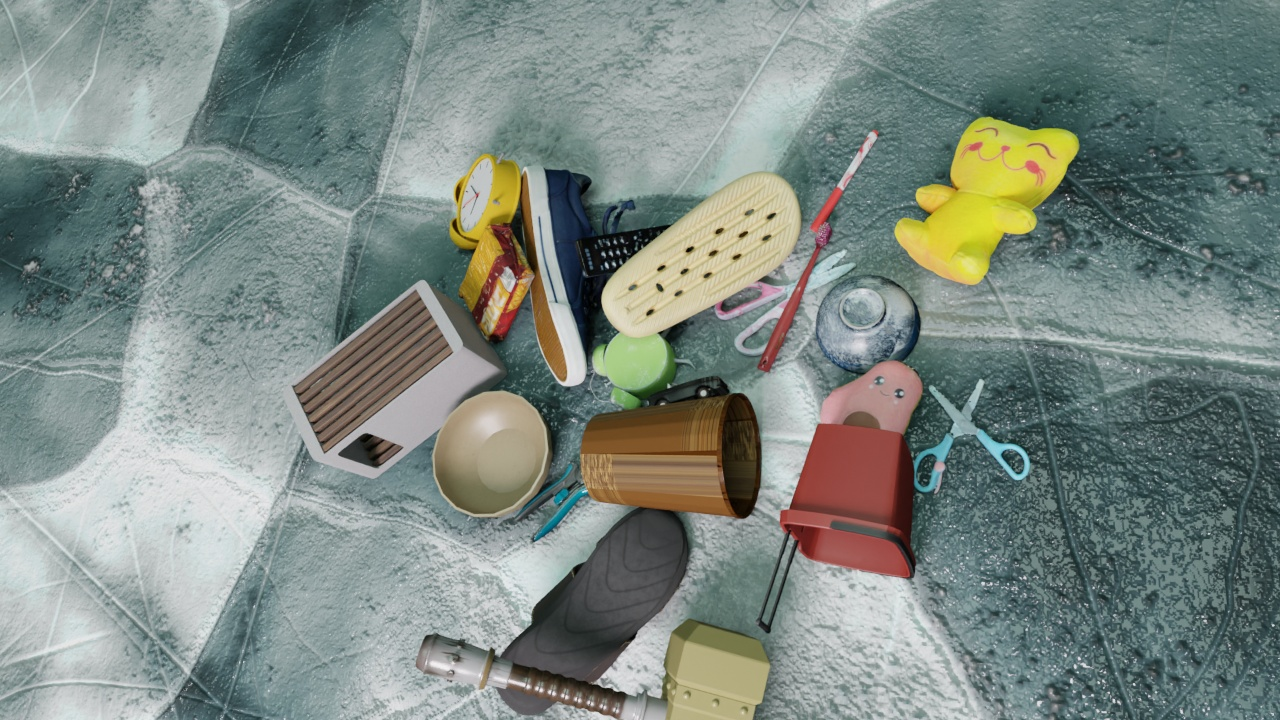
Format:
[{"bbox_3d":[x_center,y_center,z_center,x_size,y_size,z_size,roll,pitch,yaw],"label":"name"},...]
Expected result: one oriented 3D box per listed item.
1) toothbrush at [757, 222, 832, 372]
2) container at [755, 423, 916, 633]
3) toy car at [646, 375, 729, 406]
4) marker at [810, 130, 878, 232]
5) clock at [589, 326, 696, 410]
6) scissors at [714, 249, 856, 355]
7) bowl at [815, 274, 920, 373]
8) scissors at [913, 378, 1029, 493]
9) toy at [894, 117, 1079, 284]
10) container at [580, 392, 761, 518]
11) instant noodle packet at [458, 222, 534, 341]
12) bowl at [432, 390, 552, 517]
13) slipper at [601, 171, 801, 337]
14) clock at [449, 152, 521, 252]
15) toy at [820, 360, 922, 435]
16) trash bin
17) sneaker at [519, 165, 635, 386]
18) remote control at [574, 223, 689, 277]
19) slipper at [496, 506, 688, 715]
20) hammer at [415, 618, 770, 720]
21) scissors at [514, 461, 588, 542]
[{"bbox_3d":[0.177,-0.074,1.047,0.016,0.016,0.189,22,79,21],"label":"toothbrush"},{"bbox_3d":[0.201,0.177,0.898,0.127,0.148,0.200,6,66,27],"label":"container"},{"bbox_3d":[0.054,0.039,1.054,0.092,0.040,0.037,-18,67,16],"label":"toy car"},{"bbox_3d":[0.242,-0.213,1.085,0.013,0.013,0.142,30,85,25],"label":"marker"},{"bbox_3d":[-0.006,0.006,1.087,0.119,0.042,0.094,-35,64,7],"label":"clock"},{"bbox_3d":[0.179,-0.066,1.062,0.179,0.016,0.103,-22,66,8],"label":"scissors"},{"bbox_3d":[0.246,-0.047,1.003,0.114,0.061,0.114,-6,71,17],"label":"bowl"},{"bbox_3d":[0.344,0.086,0.951,0.134,0.015,0.135,25,88,24],"label":"scissors"},{"bbox_3d":[0.374,-0.168,0.984,0.134,0.087,0.193,27,79,43],"label":"toy"},{"bbox_3d":[0.032,0.104,0.999,0.167,0.132,0.132,-4,71,25],"label":"container"},{"bbox_3d":[-0.181,-0.098,1.152,0.098,0.039,0.136,55,135,25],"label":"instant noodle packet"},{"bbox_3d":[-0.171,0.116,1.105,0.152,0.050,0.152,-6,71,18],"label":"bowl"},{"bbox_3d":[0.072,-0.116,1.078,0.261,0.079,0.111,-34,90,-3],"label":"slipper"},{"bbox_3d":[-0.208,-0.207,1.201,0.152,0.052,0.113,-21,61,51],"label":"clock"},{"bbox_3d":[0.249,0.047,0.975,0.090,0.051,0.110,38,87,25],"label":"toy"},{"bbox_3d":[-0.305,0.028,1.146,0.229,0.114,0.114,-38,64,5],"label":"trash bin"},{"bbox_3d":[-0.071,-0.111,1.132,0.127,0.121,0.294,-2,68,-17],"label":"sneaker"},{"bbox_3d":[-0.009,-0.131,1.094,0.022,0.150,0.047,-20,84,59],"label":"remote control"},{"bbox_3d":[-0.048,0.271,1.001,0.113,0.076,0.267,39,74,18],"label":"slipper"},{"bbox_3d":[-0.057,0.325,0.896,0.325,0.101,0.190,16,78,-2],"label":"hammer"},{"bbox_3d":[-0.084,0.158,1.077,0.127,0.019,0.141,1,68,17],"label":"scissors"}]
